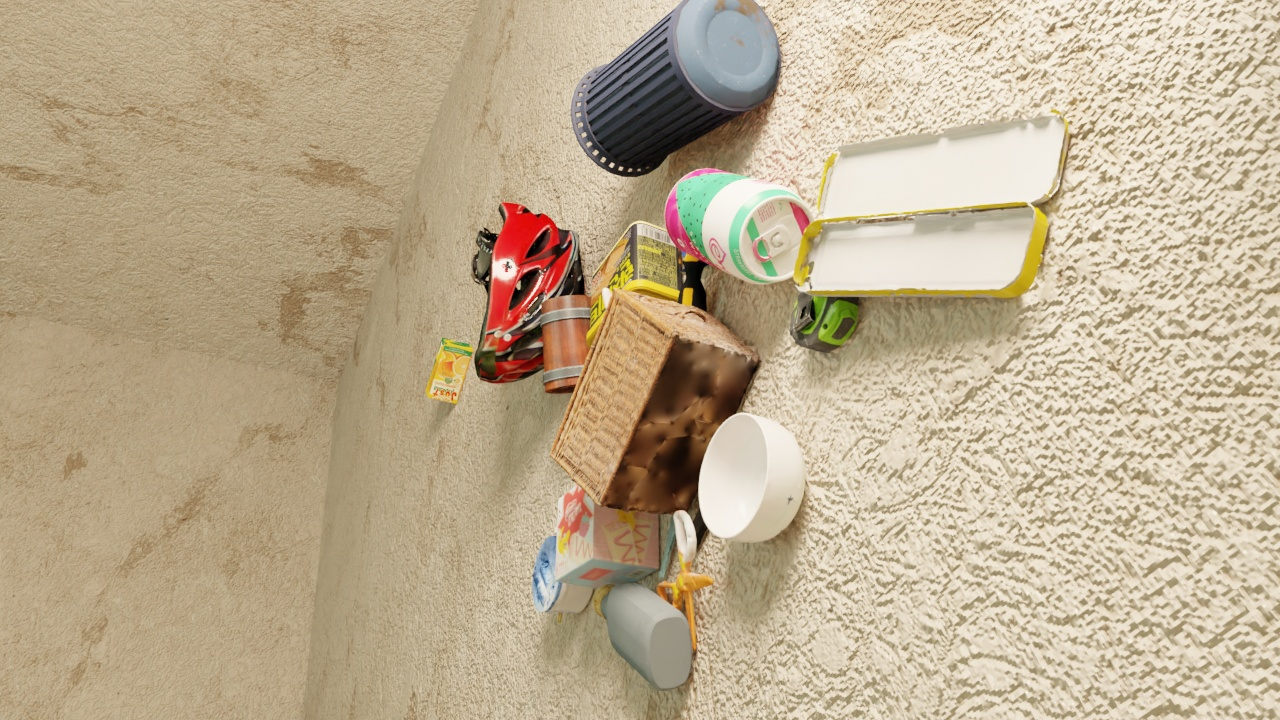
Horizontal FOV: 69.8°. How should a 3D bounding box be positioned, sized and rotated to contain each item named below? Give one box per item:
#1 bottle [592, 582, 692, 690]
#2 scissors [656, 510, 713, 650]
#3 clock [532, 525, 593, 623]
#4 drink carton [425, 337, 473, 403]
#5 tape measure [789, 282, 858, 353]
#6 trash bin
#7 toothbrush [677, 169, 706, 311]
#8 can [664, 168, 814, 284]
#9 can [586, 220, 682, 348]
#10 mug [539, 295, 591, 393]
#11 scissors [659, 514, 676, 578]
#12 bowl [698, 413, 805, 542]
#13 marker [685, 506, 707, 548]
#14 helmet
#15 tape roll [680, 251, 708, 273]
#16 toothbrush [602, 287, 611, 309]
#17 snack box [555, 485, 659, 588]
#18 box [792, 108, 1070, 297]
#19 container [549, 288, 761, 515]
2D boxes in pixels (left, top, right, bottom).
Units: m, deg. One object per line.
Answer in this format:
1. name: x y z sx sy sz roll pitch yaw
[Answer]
1. bottle: -0.004 0.254 0.883 0.161 0.046 0.072 -172 78 -67
2. scissors: 0.040 0.201 0.845 0.126 0.011 0.128 148 118 -65
3. clock: -0.085 0.238 1.069 0.125 0.052 0.089 -69 25 15
4. drink carton: -0.377 0.023 1.805 0.041 0.058 0.122 43 116 63
5. tape measure: 0.146 -0.038 0.744 0.066 0.035 0.058 -45 39 48
6. trash bin: 0.036 -0.301 1.006 0.250 0.139 0.139 -9 68 62
7. toothbrush: 0.055 -0.098 0.948 0.031 0.031 0.196 3 91 25
8. can: 0.089 -0.126 0.851 0.166 0.088 0.088 40 113 63
9. can: -0.006 -0.080 1.053 0.131 0.072 0.100 -47 34 47
10. mug: -0.069 -0.023 1.140 0.117 0.081 0.111 -10 81 17
11. scissors: 0.035 0.149 0.907 0.057 0.015 0.136 8 79 63
12. bowl: 0.096 0.099 0.755 0.105 0.054 0.104 -45 36 47
13. marker: 0.068 0.126 0.843 0.124 0.017 0.021 -66 25 22
14. helmet: -0.164 -0.088 1.270 0.218 0.167 0.271 111 170 -52
15. tape roll: 0.072 -0.148 0.986 0.092 0.016 0.093 -37 44 54
16. toothbrush: -0.006 0.006 0.976 0.018 0.015 0.181 -28 80 51
17. snack box: -0.036 0.180 0.962 0.093 0.079 0.094 -42 40 50
18. box: 0.197 -0.106 0.655 0.210 0.023 0.127 6 76 57
19. container: 0.012 0.043 0.874 0.113 0.113 0.199 41 112 53
